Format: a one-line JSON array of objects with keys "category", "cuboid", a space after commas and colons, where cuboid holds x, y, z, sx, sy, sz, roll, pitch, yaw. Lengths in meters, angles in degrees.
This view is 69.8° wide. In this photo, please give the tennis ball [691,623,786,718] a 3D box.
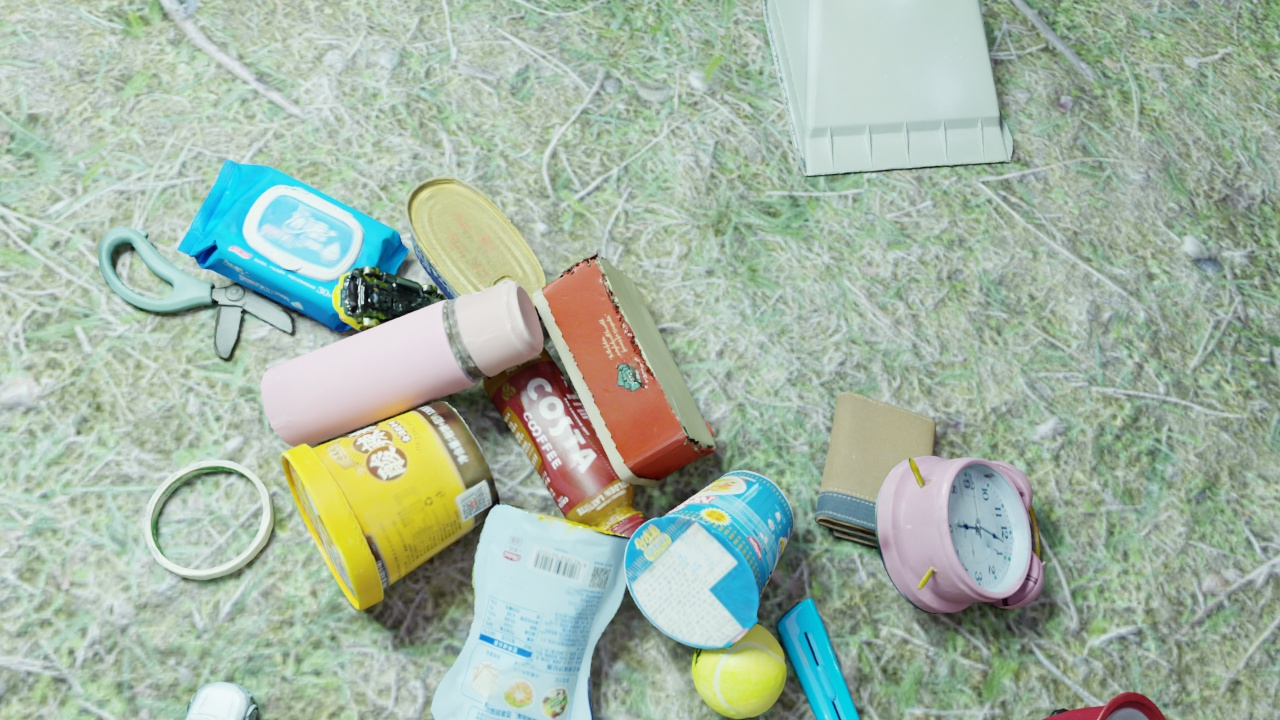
[{"category": "tennis ball", "cuboid": [0.068, 0.214, 0.637, 0.065, 0.066, 0.065, 3, 65, -6]}]

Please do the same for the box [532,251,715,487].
[{"category": "box", "cuboid": [-0.004, 0.004, 0.701, 0.077, 0.091, 0.168, -31, 71, 13]}]

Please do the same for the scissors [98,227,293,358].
[{"category": "scissors", "cuboid": [-0.352, -0.085, 0.744, 0.179, 0.019, 0.170, 8, 68, -7]}]

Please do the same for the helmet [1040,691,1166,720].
[{"category": "helmet", "cuboid": [0.260, 0.329, 0.559, 0.207, 0.144, 0.239, 48, 41, -25]}]

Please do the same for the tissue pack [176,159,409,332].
[{"category": "tissue pack", "cuboid": [-0.271, -0.092, 0.724, 0.157, 0.052, 0.094, 26, 63, -13]}]

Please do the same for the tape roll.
[{"category": "tape roll", "cuboid": [-0.311, 0.114, 0.662, 0.086, 0.014, 0.085, 3, 65, -6]}]

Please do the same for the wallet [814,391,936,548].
[{"category": "wallet", "cuboid": [0.189, 0.089, 0.730, 0.090, 0.033, 0.115, 17, 64, -3]}]

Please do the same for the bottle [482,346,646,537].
[{"category": "bottle", "cuboid": [-0.054, 0.069, 0.691, 0.057, 0.058, 0.175, -29, 72, -19]}]

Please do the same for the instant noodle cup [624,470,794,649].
[{"category": "instant noodle cup", "cuboid": [0.057, 0.131, 0.645, 0.099, 0.099, 0.109, 40, 32, 11]}]

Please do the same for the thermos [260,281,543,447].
[{"category": "thermos", "cuboid": [-0.169, 0.000, 0.675, 0.199, 0.087, 0.067, -21, 99, 7]}]

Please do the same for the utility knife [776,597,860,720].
[{"category": "utility knife", "cuboid": [0.143, 0.260, 0.652, 0.034, 0.018, 0.178, -16, 70, -15]}]

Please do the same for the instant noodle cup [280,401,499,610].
[{"category": "instant noodle cup", "cuboid": [-0.170, 0.093, 0.638, 0.114, 0.119, 0.118, -26, 71, -26]}]

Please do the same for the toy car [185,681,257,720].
[{"category": "toy car", "cuboid": [-0.283, 0.253, 0.591, 0.043, 0.034, 0.090, 13, 63, 2]}]

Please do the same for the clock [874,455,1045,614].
[{"category": "clock", "cuboid": [0.249, 0.128, 0.687, 0.158, 0.060, 0.117, 11, 70, -35]}]

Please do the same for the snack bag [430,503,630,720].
[{"category": "snack bag", "cuboid": [-0.075, 0.201, 0.622, 0.110, 0.039, 0.191, 16, 83, -8]}]

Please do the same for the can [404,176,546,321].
[{"category": "can", "cuboid": [-0.136, -0.083, 0.756, 0.074, 0.049, 0.148, -36, 74, -20]}]

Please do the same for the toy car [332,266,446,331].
[{"category": "toy car", "cuboid": [-0.192, -0.039, 0.713, 0.032, 0.105, 0.048, -14, 73, 33]}]

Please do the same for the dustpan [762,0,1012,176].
[{"category": "dustpan", "cuboid": [0.235, -0.316, 0.934, 0.222, 0.143, 0.258, -6, 96, -10]}]
